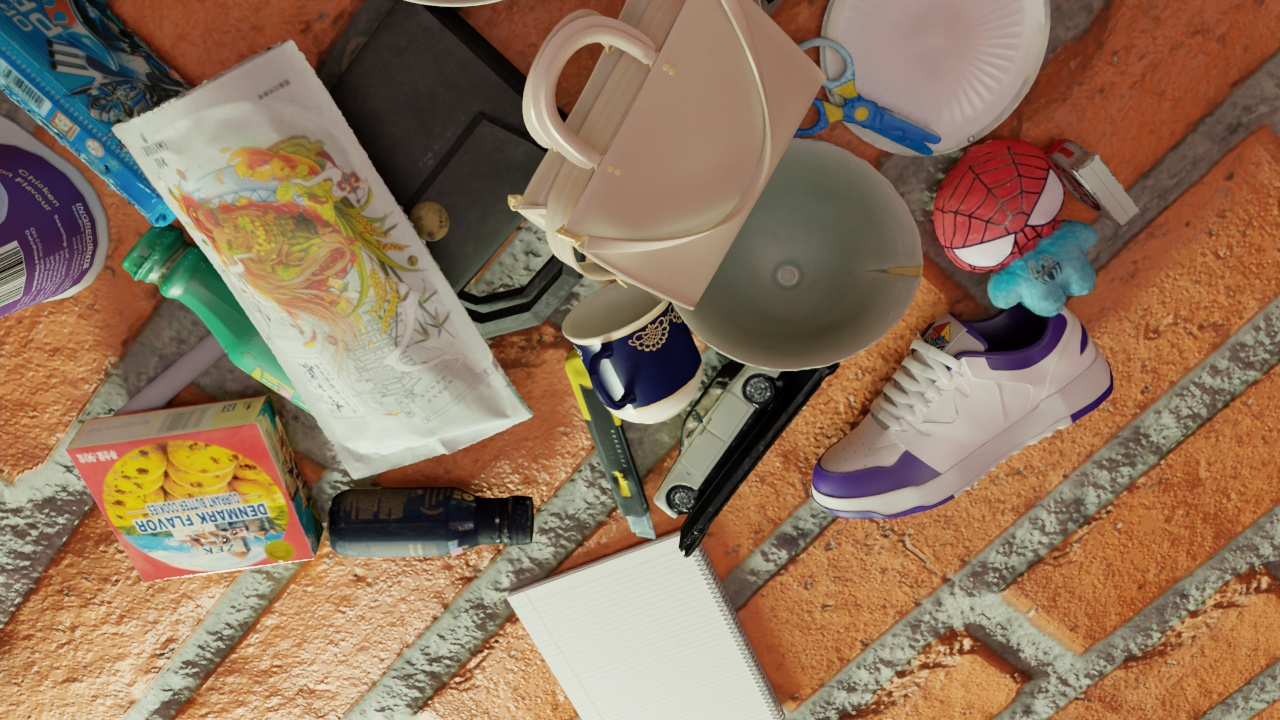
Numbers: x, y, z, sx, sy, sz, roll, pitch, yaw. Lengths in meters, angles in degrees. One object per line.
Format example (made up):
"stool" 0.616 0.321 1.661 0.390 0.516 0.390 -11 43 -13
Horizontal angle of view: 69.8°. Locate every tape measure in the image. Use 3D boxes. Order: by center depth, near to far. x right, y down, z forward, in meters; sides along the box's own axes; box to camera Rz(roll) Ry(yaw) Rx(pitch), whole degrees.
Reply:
"tape measure" 0.315 -0.129 0.645 0.060 0.062 0.020 38 107 -24

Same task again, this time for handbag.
"handbag" 0.004 -0.140 0.536 0.197 0.101 0.195 18 104 -58
"handbag" -0.130 -0.099 0.610 0.199 0.102 0.198 38 108 -18

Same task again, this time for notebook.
"notebook" 0.011 0.274 0.843 0.178 0.013 0.246 -21 114 9

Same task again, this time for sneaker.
"sneaker" 0.229 0.027 0.699 0.244 0.091 0.111 -30 112 6

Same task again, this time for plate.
"plate" 0.198 -0.218 0.622 0.157 0.014 0.157 -1 115 -3

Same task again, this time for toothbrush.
"toothbrush" -0.372 0.027 0.702 0.188 0.018 0.019 -36 117 13

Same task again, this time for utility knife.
"utility knife" -0.021 0.073 0.744 0.029 0.020 0.188 -16 116 6

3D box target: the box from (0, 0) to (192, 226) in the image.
"box" -0.378 -0.184 0.572 0.086 0.091 0.243 -30 115 33

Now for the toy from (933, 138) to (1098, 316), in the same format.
"toy" 0.264 -0.092 0.647 0.092 0.062 0.133 -38 86 20

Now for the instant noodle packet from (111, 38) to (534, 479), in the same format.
"instant noodle packet" -0.191 -0.044 0.561 0.147 0.057 0.269 -18 116 19

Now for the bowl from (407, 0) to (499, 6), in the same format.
"bowl" -0.118 -0.268 0.535 0.176 0.058 0.176 3 75 -13

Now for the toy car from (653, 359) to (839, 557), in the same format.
"toy car" 0.073 0.051 0.713 0.071 0.094 0.192 37 111 9

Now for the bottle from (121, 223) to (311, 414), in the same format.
"bottle" -0.261 -0.019 0.656 0.209 0.068 0.068 39 107 -20

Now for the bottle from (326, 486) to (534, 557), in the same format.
"bottle" -0.167 0.130 0.741 0.161 0.056 0.056 0 115 -3

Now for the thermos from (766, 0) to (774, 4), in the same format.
"thermos" 0.044 -0.325 0.521 0.106 0.105 0.218 -38 106 13

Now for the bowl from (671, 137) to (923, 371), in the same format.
"bowl" 0.105 -0.066 0.653 0.174 0.068 0.174 -2 75 6

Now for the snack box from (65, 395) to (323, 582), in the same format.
"snack box" -0.341 0.103 0.717 0.142 0.040 0.145 -8 124 -1

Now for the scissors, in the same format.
"scissors" 0.148 -0.166 0.628 0.130 0.022 0.070 25 110 -17

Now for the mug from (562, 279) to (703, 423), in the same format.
"mug" -0.004 0.004 0.663 0.086 0.111 0.089 -10 120 28

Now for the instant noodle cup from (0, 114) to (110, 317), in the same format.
"instant noodle cup" -0.436 -0.081 0.591 0.122 0.121 0.137 -3 115 -2
